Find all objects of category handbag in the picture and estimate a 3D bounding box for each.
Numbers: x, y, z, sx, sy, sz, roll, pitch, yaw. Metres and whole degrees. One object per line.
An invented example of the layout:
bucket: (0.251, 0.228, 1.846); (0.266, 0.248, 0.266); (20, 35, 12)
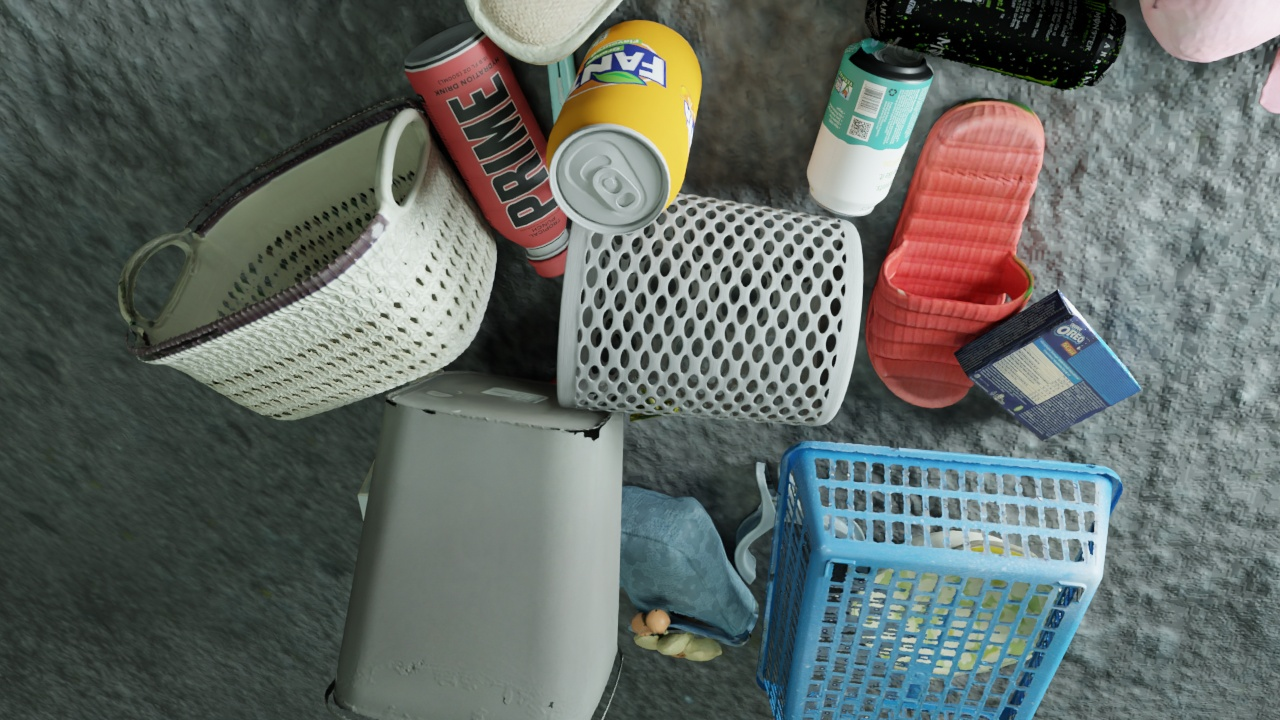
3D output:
handbag: (0.029, 0.212, 0.859); (0.122, 0.118, 0.192); (6, 138, 33)

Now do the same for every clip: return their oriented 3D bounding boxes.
clip: (0.119, 0.167, 0.870); (0.165, 0.030, 0.172); (-29, 119, 29)

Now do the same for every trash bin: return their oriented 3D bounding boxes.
trash bin: (-0.106, 0.133, 0.680); (0.197, 0.197, 0.220); (8, 99, 8)
trash bin: (0.045, -0.035, 0.628); (0.183, 0.156, 0.157); (7, 131, 1)

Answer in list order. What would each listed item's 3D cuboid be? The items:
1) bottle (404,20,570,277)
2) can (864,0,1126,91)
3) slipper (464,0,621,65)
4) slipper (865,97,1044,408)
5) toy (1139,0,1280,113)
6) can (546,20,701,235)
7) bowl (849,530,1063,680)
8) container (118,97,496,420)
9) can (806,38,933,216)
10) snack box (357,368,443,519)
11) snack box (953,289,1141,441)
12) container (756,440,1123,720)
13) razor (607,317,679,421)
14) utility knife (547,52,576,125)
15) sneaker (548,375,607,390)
bottle: (-0.091, -0.135, 0.625); (0.062, 0.062, 0.177); (-12, 127, 20)
can: (0.200, -0.195, 0.525); (0.137, 0.053, 0.054); (14, 131, -2)
slipper: (-0.003, -0.272, 0.489); (0.114, 0.053, 0.273); (32, 123, -21)
slipper: (0.218, -0.055, 0.641); (0.103, 0.059, 0.249); (5, 130, 6)
toy: (0.377, -0.207, 0.463); (0.238, 0.087, 0.190); (-2, 131, 4)
can: (-0.008, -0.142, 0.550); (0.079, 0.142, 0.079); (5, 131, 6)
bowl: (0.293, 0.217, 0.860); (0.188, 0.060, 0.220); (12, 132, -1)
container: (-0.221, -0.061, 0.641); (0.252, 0.184, 0.143); (-18, 134, 25)
can: (0.142, -0.146, 0.578); (0.055, 0.054, 0.102); (12, 131, 0)
snack box: (-0.196, 0.084, 0.774); (0.026, 0.149, 0.082); (8, 132, 4)
snack box: (0.297, 0.008, 0.664); (0.082, 0.027, 0.150); (-36, 138, 25)
container: (0.236, 0.234, 0.786); (0.257, 0.089, 0.363); (4, 131, 7)
razor: (-0.004, 0.004, 0.757); (0.042, 0.026, 0.106); (-10, 124, 21)
utility knife: (-0.053, -0.200, 0.596); (0.022, 0.015, 0.148); (6, 128, 14)
sneaker: (-0.087, 0.107, 0.827); (0.090, 0.104, 0.237); (43, 107, 21)
